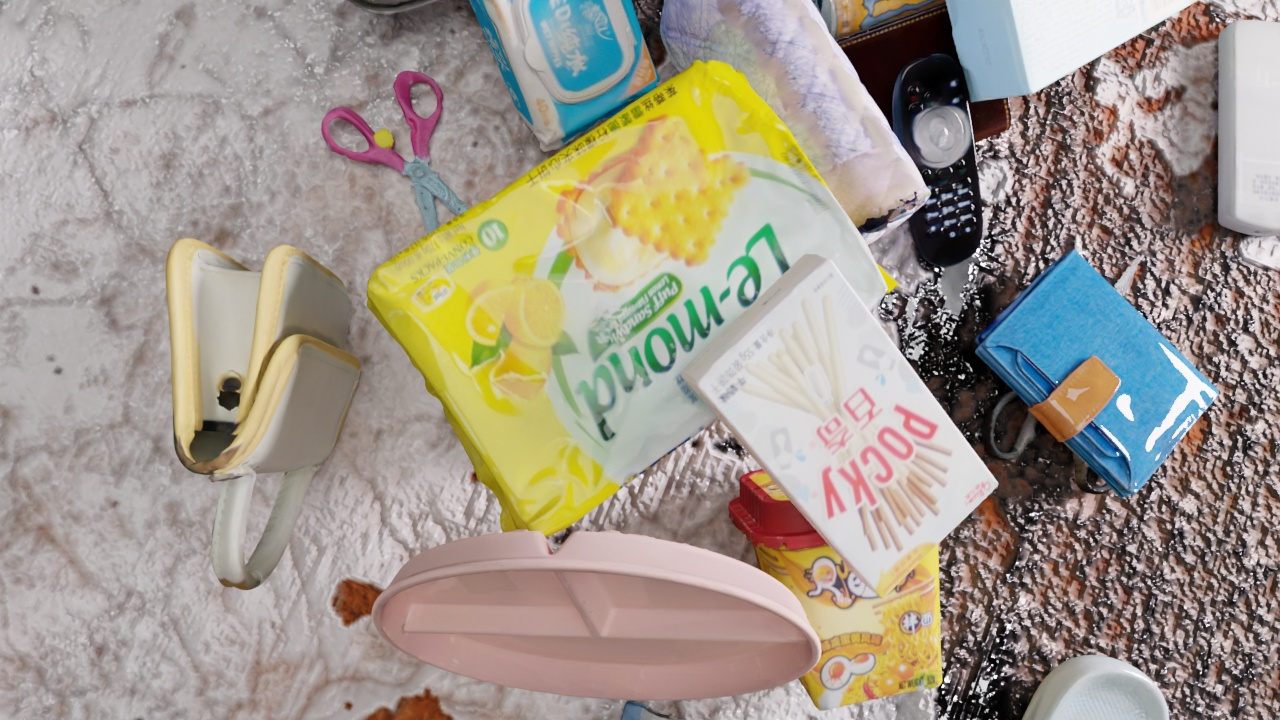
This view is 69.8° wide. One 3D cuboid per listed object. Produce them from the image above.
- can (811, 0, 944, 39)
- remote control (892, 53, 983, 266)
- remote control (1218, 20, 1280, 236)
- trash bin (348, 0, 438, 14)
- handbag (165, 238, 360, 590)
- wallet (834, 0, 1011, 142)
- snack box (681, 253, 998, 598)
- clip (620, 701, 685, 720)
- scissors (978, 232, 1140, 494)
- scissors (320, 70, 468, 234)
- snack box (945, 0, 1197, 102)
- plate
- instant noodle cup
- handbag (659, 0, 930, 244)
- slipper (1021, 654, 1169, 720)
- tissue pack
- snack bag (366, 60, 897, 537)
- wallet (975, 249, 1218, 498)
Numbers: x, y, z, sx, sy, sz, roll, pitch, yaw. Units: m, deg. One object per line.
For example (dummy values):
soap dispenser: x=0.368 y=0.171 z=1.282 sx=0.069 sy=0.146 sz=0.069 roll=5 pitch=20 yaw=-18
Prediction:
can: x=0.180 y=-0.261 z=0.614 sx=0.146 sy=0.058 sz=0.058 roll=-22 pitch=84 yaw=-5
remote control: x=0.193 y=-0.129 z=0.602 sx=0.053 sy=0.024 sz=0.136 roll=-16 pitch=108 yaw=-5
remote control: x=0.429 y=-0.160 z=0.632 sx=0.058 sy=0.021 sz=0.150 roll=6 pitch=82 yaw=-2
trash bin: x=-0.138 y=-0.369 z=0.536 sx=0.199 sy=0.199 sz=0.219 roll=-23 pitch=69 yaw=-5
handbag: x=-0.200 y=0.032 z=0.506 sx=0.063 sy=0.163 sz=0.178 roll=-1 pitch=84 yaw=-4
wallet: x=0.181 y=-0.179 z=0.609 sx=0.122 sy=0.020 sz=0.096 roll=-21 pitch=105 yaw=-6
snack box: x=0.099 y=0.034 z=0.443 sx=0.084 sy=0.027 sz=0.157 roll=-43 pitch=109 yaw=-4
clip: x=0.015 y=0.229 z=0.564 sx=0.057 sy=0.029 sz=0.024 roll=13 pitch=80 yaw=6
scissors: x=0.289 y=0.007 z=0.611 sx=0.159 sy=0.014 sz=0.173 roll=-24 pitch=83 yaw=-8
scissors: x=-0.141 y=-0.132 z=0.605 sx=0.136 sy=0.017 sz=0.105 roll=41 pitch=77 yaw=-2
snack box: x=0.279 y=-0.235 z=0.589 sx=0.174 sy=0.052 sz=0.074 roll=-30 pitch=111 yaw=-19
plate: x=-0.023 y=0.139 z=0.482 sx=0.229 sy=0.230 sz=0.028 roll=6 pitch=57 yaw=-2
instant noodle cup: x=0.121 y=0.126 z=0.542 sx=0.116 sy=0.116 sz=0.123 roll=-10 pitch=95 yaw=-5
handbag: x=0.087 y=-0.149 z=0.557 sx=0.075 sy=0.134 sz=0.194 roll=-31 pitch=85 yaw=-8
slipper: x=0.252 y=0.296 z=0.540 sx=0.104 sy=0.074 sz=0.245 roll=26 pitch=81 yaw=0
tissue pack: x=-0.048 y=-0.206 z=0.566 sx=0.090 sy=0.140 sz=0.063 roll=-29 pitch=41 yaw=-6
snack bag: x=-0.006 y=-0.033 z=0.474 sx=0.246 sy=0.068 sz=0.158 roll=-34 pitch=86 yaw=-7
wallet: x=0.290 y=0.007 z=0.586 sx=0.106 sy=0.040 sz=0.133 roll=-42 pitch=84 yaw=-15
